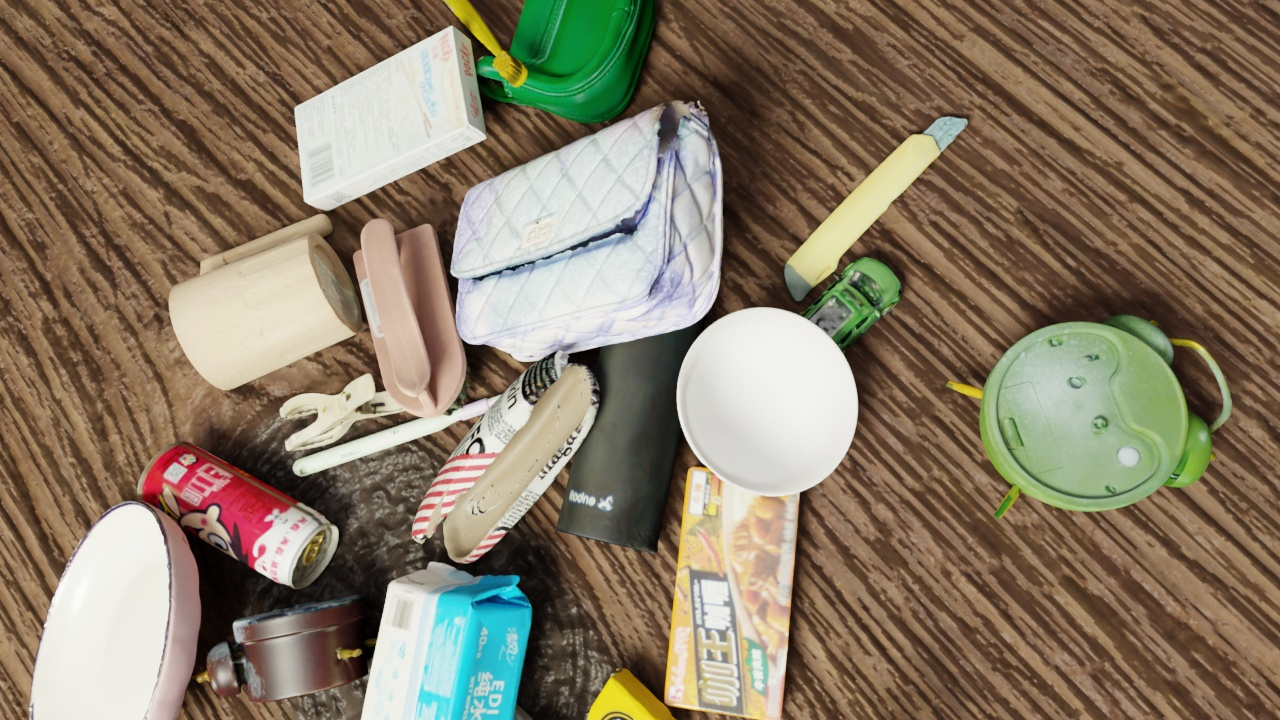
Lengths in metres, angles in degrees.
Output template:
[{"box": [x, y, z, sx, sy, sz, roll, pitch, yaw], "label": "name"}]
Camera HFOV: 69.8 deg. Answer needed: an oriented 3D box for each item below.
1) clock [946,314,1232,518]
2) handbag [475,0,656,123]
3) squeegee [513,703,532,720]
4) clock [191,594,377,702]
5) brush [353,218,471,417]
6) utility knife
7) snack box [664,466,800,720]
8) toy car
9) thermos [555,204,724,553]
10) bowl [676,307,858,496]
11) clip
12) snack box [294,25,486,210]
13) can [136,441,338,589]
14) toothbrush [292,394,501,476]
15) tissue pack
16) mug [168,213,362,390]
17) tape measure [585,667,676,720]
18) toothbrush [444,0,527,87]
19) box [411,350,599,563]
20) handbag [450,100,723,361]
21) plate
[{"box": [0.288, 0.033, 0.577, 0.161, 0.056, 0.116, -16, 76, 4], "label": "clock"}, {"box": [-0.055, -0.247, 0.684, 0.120, 0.068, 0.131, 12, 80, 18], "label": "handbag"}, {"box": [-0.013, 0.283, 0.549, 0.247, 0.039, 0.247, 33, 109, 26], "label": "squeegee"}, {"box": [-0.233, 0.191, 0.604, 0.122, 0.082, 0.055, -12, 82, 3], "label": "clock"}, {"box": [-0.160, -0.027, 0.638, 0.063, 0.073, 0.145, -20, 65, 3], "label": "brush"}, {"box": [0.164, -0.112, 0.647, 0.031, 0.019, 0.178, 44, 93, 11], "label": "utility knife"}, {"box": [0.061, 0.149, 0.599, 0.075, 0.026, 0.153, 5, 78, 10], "label": "snack box"}, {"box": [0.138, -0.033, 0.626, 0.091, 0.036, 0.043, -44, 74, -7], "label": "toy car"}, {"box": [-0.004, 0.004, 0.629, 0.090, 0.068, 0.242, 1, 73, 41], "label": "thermos"}, {"box": [0.074, 0.030, 0.598, 0.118, 0.065, 0.118, 2, 80, -11], "label": "bowl"}, {"box": [-0.215, 0.035, 0.661, 0.097, 0.060, 0.034, -21, 74, 15], "label": "clip"}, {"box": [-0.190, -0.178, 0.687, 0.157, 0.027, 0.084, -17, 74, 22], "label": "snack box"}, {"box": [-0.281, 0.108, 0.644, 0.133, 0.053, 0.053, 25, 82, 13], "label": "can"}, {"box": [-0.162, 0.051, 0.658, 0.189, 0.029, 0.020, -17, 33, 5], "label": "toothbrush"}, {"box": [-0.121, 0.202, 0.583, 0.090, 0.063, 0.140, -2, 74, 40], "label": "tissue pack"}, {"box": [-0.271, -0.050, 0.673, 0.103, 0.084, 0.124, -22, 49, 1], "label": "mug"}, {"box": [-0.004, 0.233, 0.581, 0.060, 0.028, 0.057, 38, 110, 24], "label": "tape measure"}, {"box": [-0.123, -0.248, 0.678, 0.016, 0.016, 0.190, -48, 46, 14], "label": "toothbrush"}, {"box": [-0.082, 0.067, 0.611, 0.077, 0.074, 0.164, 34, 105, -16], "label": "box"}, {"box": [-0.040, -0.078, 0.594, 0.194, 0.075, 0.134, -12, 66, 39], "label": "handbag"}, {"box": [-0.344, 0.191, 0.611, 0.193, 0.039, 0.192, -15, 65, 36], "label": "plate"}]
